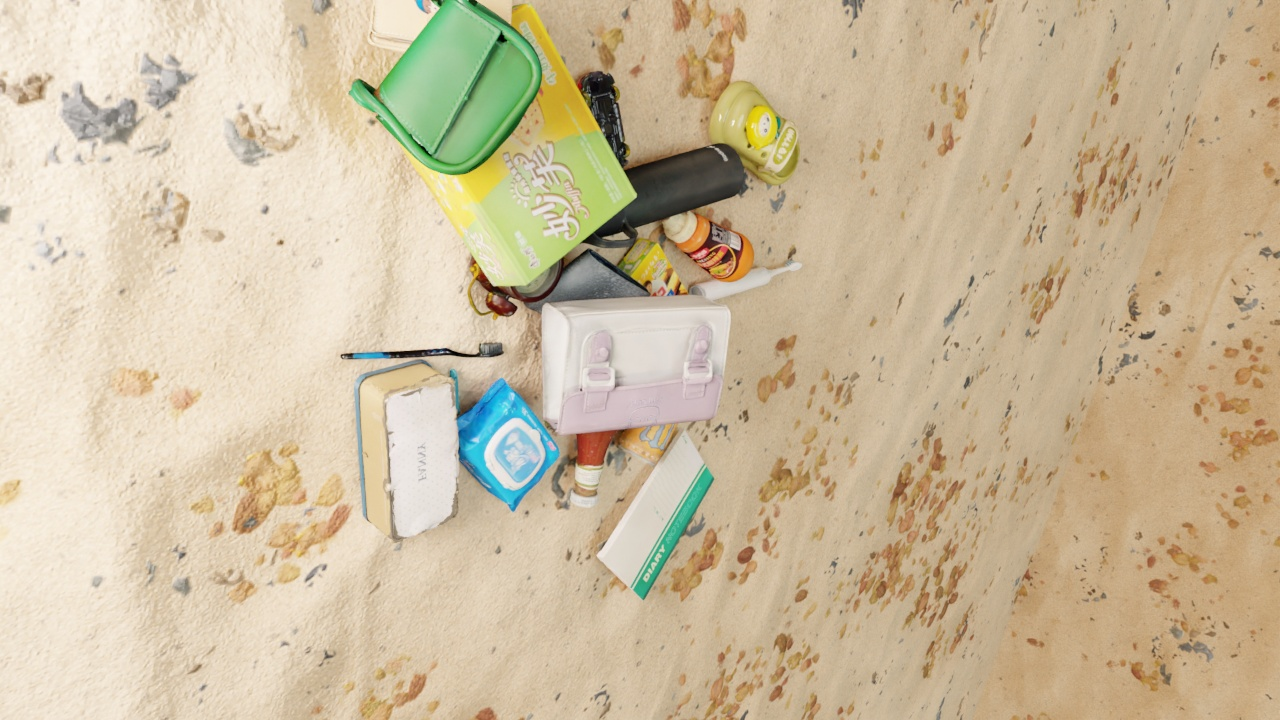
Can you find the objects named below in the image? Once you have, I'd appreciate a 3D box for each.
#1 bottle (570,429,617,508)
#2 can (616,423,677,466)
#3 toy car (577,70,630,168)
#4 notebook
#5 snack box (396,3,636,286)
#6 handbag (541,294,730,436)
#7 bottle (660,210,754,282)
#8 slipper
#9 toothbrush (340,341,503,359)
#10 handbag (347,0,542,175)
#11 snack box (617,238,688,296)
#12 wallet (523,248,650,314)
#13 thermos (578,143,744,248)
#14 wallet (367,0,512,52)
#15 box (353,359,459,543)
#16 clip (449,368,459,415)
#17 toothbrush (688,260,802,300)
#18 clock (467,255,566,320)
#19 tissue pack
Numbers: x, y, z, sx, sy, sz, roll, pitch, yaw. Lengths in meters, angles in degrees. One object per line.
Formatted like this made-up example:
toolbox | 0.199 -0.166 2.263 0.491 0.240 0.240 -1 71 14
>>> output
bottle | -0.053 0.079 1.105 0.059 0.060 0.206 -7 113 -45
can | 0.027 0.060 1.179 0.058 0.058 0.146 33 83 -49
toy car | -0.043 -0.252 0.975 0.049 0.031 0.106 -28 119 -36
notebook | 0.028 0.215 1.273 0.208 0.012 0.150 -56 142 -20
snack box | -0.119 -0.195 0.850 0.157 0.070 0.210 -43 116 -25
handbag | -0.006 0.006 1.013 0.196 0.098 0.145 -5 111 -24
bottle | 0.078 -0.149 1.136 0.149 0.067 0.067 25 89 -42
slipper | 0.162 -0.278 1.146 0.190 0.082 0.091 24 88 -52
toothbrush | -0.214 -0.009 0.924 0.189 0.014 0.016 -2 109 -45
handbag | -0.149 -0.222 0.734 0.120 0.068 0.131 39 95 -16
snack box | 0.013 -0.072 1.122 0.086 0.034 0.140 -52 136 -16
wallet | -0.058 -0.071 1.023 0.097 0.019 0.120 -35 144 20
thermos | 0.019 -0.181 1.035 0.241 0.090 0.069 -26 158 -37
wallet | -0.166 -0.288 0.769 0.115 0.024 0.087 6 73 -17
box | -0.232 0.085 0.918 0.089 0.060 0.184 -16 117 -43
clip | -0.201 0.036 0.960 0.039 0.014 0.056 -28 128 -34
toothbrush | 0.150 -0.111 1.252 0.220 0.026 0.027 -19 132 -40
clock | -0.132 -0.093 0.938 0.121 0.055 0.082 -43 135 -27
tissue pack | -0.147 0.097 1.016 0.094 0.052 0.157 -49 137 -19
